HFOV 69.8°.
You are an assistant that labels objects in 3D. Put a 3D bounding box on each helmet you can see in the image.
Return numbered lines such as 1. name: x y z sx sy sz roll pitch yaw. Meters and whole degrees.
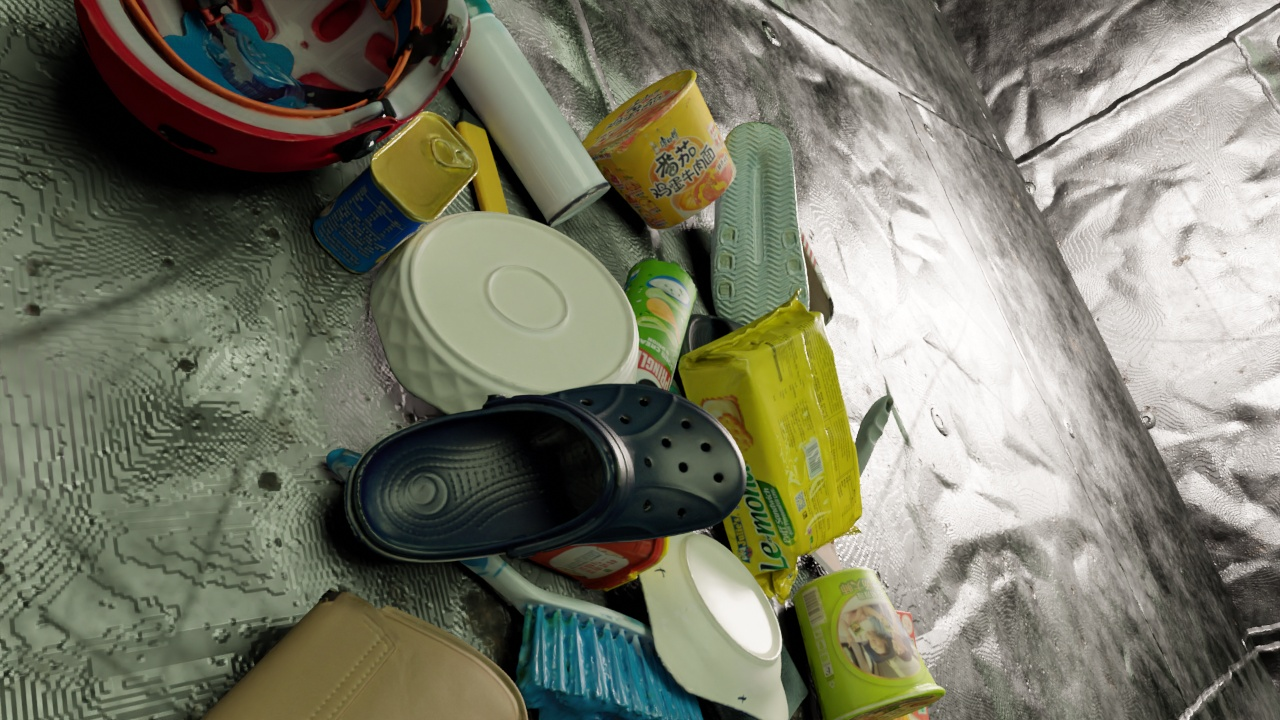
1. helmet: -0.242 -0.206 0.583 0.207 0.144 0.239 48 50 -11

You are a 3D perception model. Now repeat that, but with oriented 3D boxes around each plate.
1. plate: 0.060 0.188 0.700 0.163 0.034 0.164 35 23 -37
2. plate: -0.089 -0.033 0.670 0.204 0.046 0.204 17 45 -18

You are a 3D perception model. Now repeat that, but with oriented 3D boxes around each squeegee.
1. squeegee: 0.227 0.132 0.984 0.247 0.040 0.248 47 52 -23

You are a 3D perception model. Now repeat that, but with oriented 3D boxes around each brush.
1. brush: -0.074 0.167 0.598 0.314 0.061 0.109 33 37 -29

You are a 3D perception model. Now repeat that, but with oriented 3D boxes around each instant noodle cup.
1. instant noodle cup: 0.195 0.256 0.823 0.111 0.112 0.123 18 44 -44
2. instant noodle cup: 0.023 -0.207 0.927 0.110 0.138 0.137 53 34 -24

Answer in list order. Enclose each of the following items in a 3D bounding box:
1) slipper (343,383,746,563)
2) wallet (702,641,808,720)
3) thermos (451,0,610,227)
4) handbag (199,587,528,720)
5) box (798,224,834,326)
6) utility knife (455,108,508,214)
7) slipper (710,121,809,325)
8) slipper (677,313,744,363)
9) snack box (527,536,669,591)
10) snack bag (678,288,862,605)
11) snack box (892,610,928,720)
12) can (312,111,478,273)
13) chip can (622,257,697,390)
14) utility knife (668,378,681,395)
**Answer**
1. slipper: -0.047 0.063 0.555 0.252 0.095 0.105 -4 78 -22
2. wallet: 0.092 0.265 0.758 0.120 0.019 0.097 -27 88 -54
3. thermos: -0.116 -0.231 0.823 0.224 0.073 0.073 57 35 -3
4. handbag: -0.150 0.214 0.429 0.148 0.100 0.203 47 36 -4
5. box: 0.153 -0.101 1.056 0.086 0.076 0.162 -12 75 -41
6. utility knife: -0.126 -0.126 0.773 0.033 0.015 0.201 8 59 -50
7. slipper: 0.123 -0.134 1.001 0.074 0.104 0.245 171 -82 -85
8. slipper: 0.142 0.018 0.947 0.268 0.084 0.110 29 43 -38
9. snack box: -0.033 0.115 0.651 0.080 0.091 0.081 23 51 -31
10. snack bag: 0.129 0.074 0.819 0.157 0.068 0.246 -26 104 -43
11. snack box: 0.244 0.321 0.886 0.077 0.027 0.155 21 56 -42
12. can: -0.174 -0.118 0.649 0.057 0.083 0.101 47 36 -19
13. chip can: -0.005 0.005 0.781 0.072 0.072 0.235 44 37 -21
14. utility knife: 0.002 0.066 0.795 0.029 0.013 0.182 49 35 -9
